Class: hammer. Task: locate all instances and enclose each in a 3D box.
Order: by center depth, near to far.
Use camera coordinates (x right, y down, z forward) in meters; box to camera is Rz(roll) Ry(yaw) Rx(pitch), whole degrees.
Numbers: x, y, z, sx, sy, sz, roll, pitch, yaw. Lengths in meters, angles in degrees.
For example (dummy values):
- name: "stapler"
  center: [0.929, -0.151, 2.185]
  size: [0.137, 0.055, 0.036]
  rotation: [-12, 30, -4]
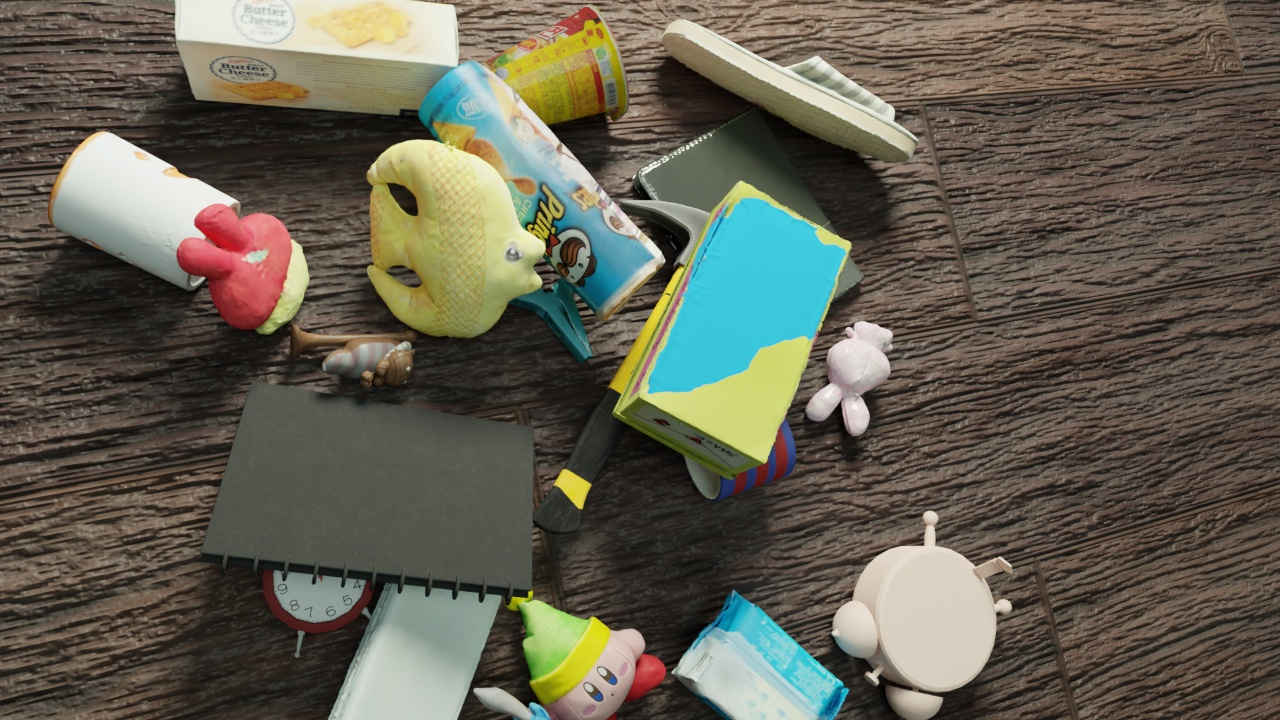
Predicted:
- name: "hammer"
  center: [-0.005, 0.005, 0.804]
  size: [0.170, 0.034, 0.324]
  rotation: [32, 74, -8]

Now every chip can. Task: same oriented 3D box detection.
- name: "chip can"
  center: [-0.079, -0.140, 0.759]
  size: [0.079, 0.080, 0.229]
  rotation: [-43, 92, -20]

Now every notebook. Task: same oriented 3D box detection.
- name: "notebook"
  center: [-0.197, 0.102, 0.711]
  size: [0.231, 0.019, 0.168]
  rotation: [11, 44, -16]
- name: "notebook"
  center: [0.107, -0.126, 0.893]
  size: [0.169, 0.029, 0.209]
  rotation: [-33, 89, -22]

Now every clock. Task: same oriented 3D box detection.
- name: "clock"
  center: [-0.252, 0.157, 0.714]
  size: [0.087, 0.044, 0.124]
  rotation: [-16, 87, -20]
- name: "clock"
  center: [0.269, 0.242, 0.857]
  size: [0.160, 0.086, 0.131]
  rotation: [-41, 95, -14]

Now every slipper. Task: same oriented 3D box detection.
- name: "slipper"
  center: [0.149, -0.266, 0.892]
  size: [0.272, 0.114, 0.054]
  rotation: [22, 98, -10]

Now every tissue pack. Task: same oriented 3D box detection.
- name: "tissue pack"
  center: [0.104, 0.281, 0.802]
  size: [0.144, 0.062, 0.092]
  rotation: [42, 72, -5]

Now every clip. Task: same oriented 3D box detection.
- name: "clip"
  center: [-0.091, -0.061, 0.817]
  size: [0.118, 0.033, 0.120]
  rotation: [8, 78, -20]

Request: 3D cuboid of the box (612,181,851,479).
- name: "box"
  center: [0.080, -0.027, 0.769]
  size: [0.124, 0.079, 0.220]
  rotation: [27, 68, -8]

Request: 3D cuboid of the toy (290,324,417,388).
- name: "toy"
  center: [-0.230, -0.003, 0.752]
  size: [0.101, 0.042, 0.054]
  rotation: [-4, 59, -27]

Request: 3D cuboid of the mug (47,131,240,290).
- name: "mug"
  center: [-0.375, -0.113, 0.700]
  size: [0.105, 0.082, 0.082]
  rotation: [27, 73, -13]

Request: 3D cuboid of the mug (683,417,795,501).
- name: "mug"
  center: [0.080, 0.065, 0.833]
  size: [0.076, 0.075, 0.112]
  rotation: [-16, 59, -20]

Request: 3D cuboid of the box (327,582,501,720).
- name: "box"
  center: [-0.172, 0.238, 0.706]
  size: [0.118, 0.063, 0.213]
  rotation: [39, 66, -40]

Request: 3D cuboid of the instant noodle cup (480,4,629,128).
- name: "instant noodle cup"
  center: [-0.081, -0.252, 0.821]
  size: [0.112, 0.100, 0.100]
  rotation: [-22, 88, -13]

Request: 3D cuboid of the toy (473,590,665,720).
- name: "toy"
  center: [-0.063, 0.250, 0.753]
  size: [0.124, 0.097, 0.131]
  rotation: [-44, 114, -14]

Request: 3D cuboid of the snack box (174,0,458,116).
- name: "snack box"
  center: [-0.260, -0.252, 0.751]
  size: [0.207, 0.104, 0.057]
  rotation: [-1, 81, -19]

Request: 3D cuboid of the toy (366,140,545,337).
- name: "toy"
  center: [-0.152, -0.093, 0.739]
  size: [0.155, 0.171, 0.064]
  rotation: [16, 31, 9]

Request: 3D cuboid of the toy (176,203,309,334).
- name: "toy"
  center: [-0.298, -0.069, 0.698]
  size: [0.045, 0.135, 0.091]
  rotation: [6, 77, 14]

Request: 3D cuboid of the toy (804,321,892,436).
- name: "toy"
  center: [0.205, 0.016, 0.891]
  size: [0.063, 0.047, 0.110]
  rotation: [26, 83, -5]
